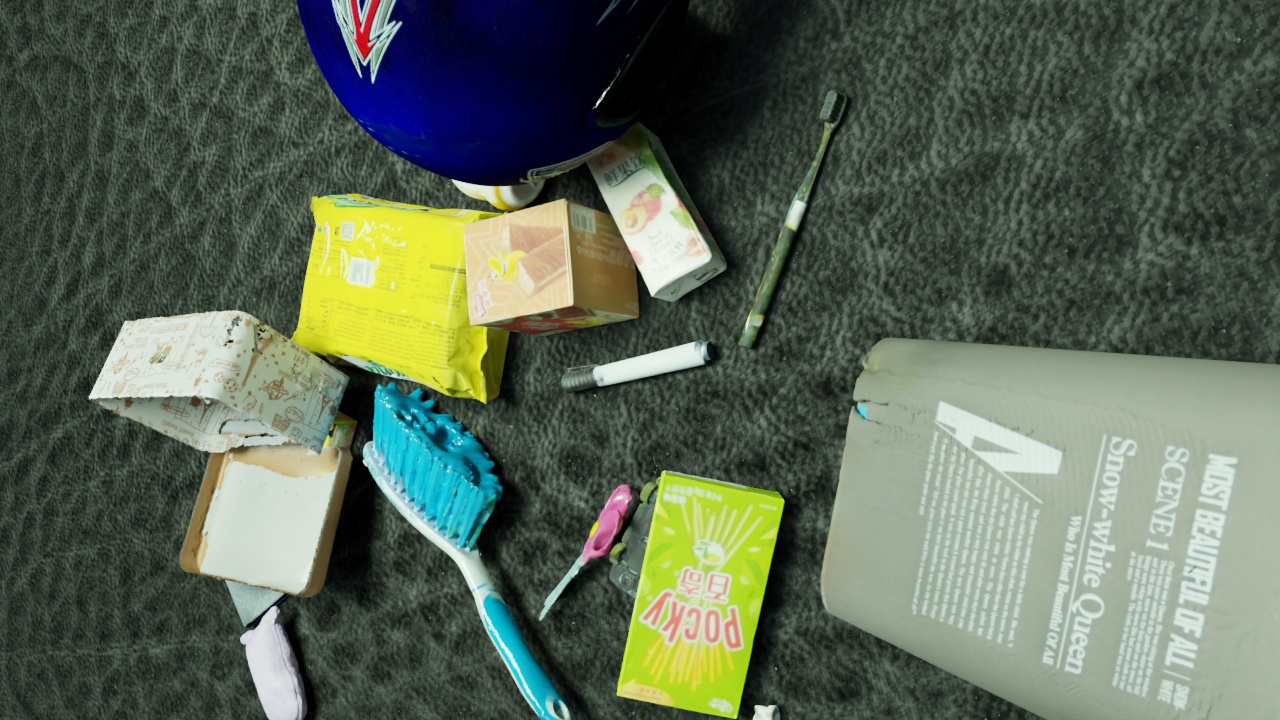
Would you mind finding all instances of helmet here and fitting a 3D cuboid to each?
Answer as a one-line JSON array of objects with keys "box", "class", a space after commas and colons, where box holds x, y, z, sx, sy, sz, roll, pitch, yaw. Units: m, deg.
[{"box": [-0.078, -0.259, 0.624, 0.247, 0.241, 0.314, 27, 57, 16], "class": "helmet"}]

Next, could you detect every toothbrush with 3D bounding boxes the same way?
[{"box": [0.103, -0.095, 0.633, 0.012, 0.017, 0.186, 25, 100, 34], "class": "toothbrush"}, {"box": [0.090, 0.324, 0.616, 0.016, 0.016, 0.180, -8, 82, 38], "class": "toothbrush"}]

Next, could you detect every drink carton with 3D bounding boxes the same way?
[{"box": [0.011, -0.108, 0.673, 0.054, 0.045, 0.122, -32, 72, 19], "class": "drink carton"}]

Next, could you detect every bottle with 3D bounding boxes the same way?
[{"box": [-0.130, -0.165, 0.751, 0.108, 0.063, 0.063, 26, 100, 29], "class": "bottle"}]

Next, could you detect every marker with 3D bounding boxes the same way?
[{"box": [-0.004, 0.004, 0.692, 0.131, 0.018, 0.022, -14, 70, 30], "class": "marker"}]

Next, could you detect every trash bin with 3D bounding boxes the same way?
[{"box": [0.228, 0.082, 0.455, 0.220, 0.198, 0.199, 12, 93, 36], "class": "trash bin"}]

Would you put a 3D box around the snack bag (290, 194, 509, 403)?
[{"box": [-0.209, -0.062, 0.790, 0.247, 0.068, 0.158, 11, 93, 32], "class": "snack bag"}]

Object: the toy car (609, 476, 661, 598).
[{"box": [0.012, 0.127, 0.664, 0.042, 0.035, 0.090, 28, 95, 28], "class": "toy car"}]

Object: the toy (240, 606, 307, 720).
[{"box": [-0.345, 0.295, 0.865, 0.084, 0.038, 0.108, -38, 73, 39], "class": "toy"}]

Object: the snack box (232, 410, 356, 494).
[{"box": [-0.336, 0.073, 0.877, 0.140, 0.033, 0.087, 23, 99, 28], "class": "snack box"}]

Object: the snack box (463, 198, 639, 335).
[{"box": [-0.066, -0.066, 0.689, 0.095, 0.092, 0.077, -9, 83, 30], "class": "snack box"}]

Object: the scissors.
[{"box": [-0.045, 0.154, 0.686, 0.017, 0.072, 0.137, 30, 110, -10], "class": "scissors"}]

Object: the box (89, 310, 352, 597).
[{"box": [-0.367, 0.076, 0.781, 0.181, 0.157, 0.217, 1, 74, 31], "class": "box"}]

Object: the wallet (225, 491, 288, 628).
[{"box": [-0.367, 0.190, 0.897, 0.121, 0.019, 0.097, -39, 70, 21], "class": "wallet"}]

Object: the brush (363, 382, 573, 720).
[{"box": [-0.133, 0.146, 0.732, 0.314, 0.060, 0.110, 39, 112, 31], "class": "brush"}]

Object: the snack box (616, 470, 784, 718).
[{"box": [0.040, 0.160, 0.628, 0.086, 0.026, 0.156, 12, 93, -1], "class": "snack box"}]
